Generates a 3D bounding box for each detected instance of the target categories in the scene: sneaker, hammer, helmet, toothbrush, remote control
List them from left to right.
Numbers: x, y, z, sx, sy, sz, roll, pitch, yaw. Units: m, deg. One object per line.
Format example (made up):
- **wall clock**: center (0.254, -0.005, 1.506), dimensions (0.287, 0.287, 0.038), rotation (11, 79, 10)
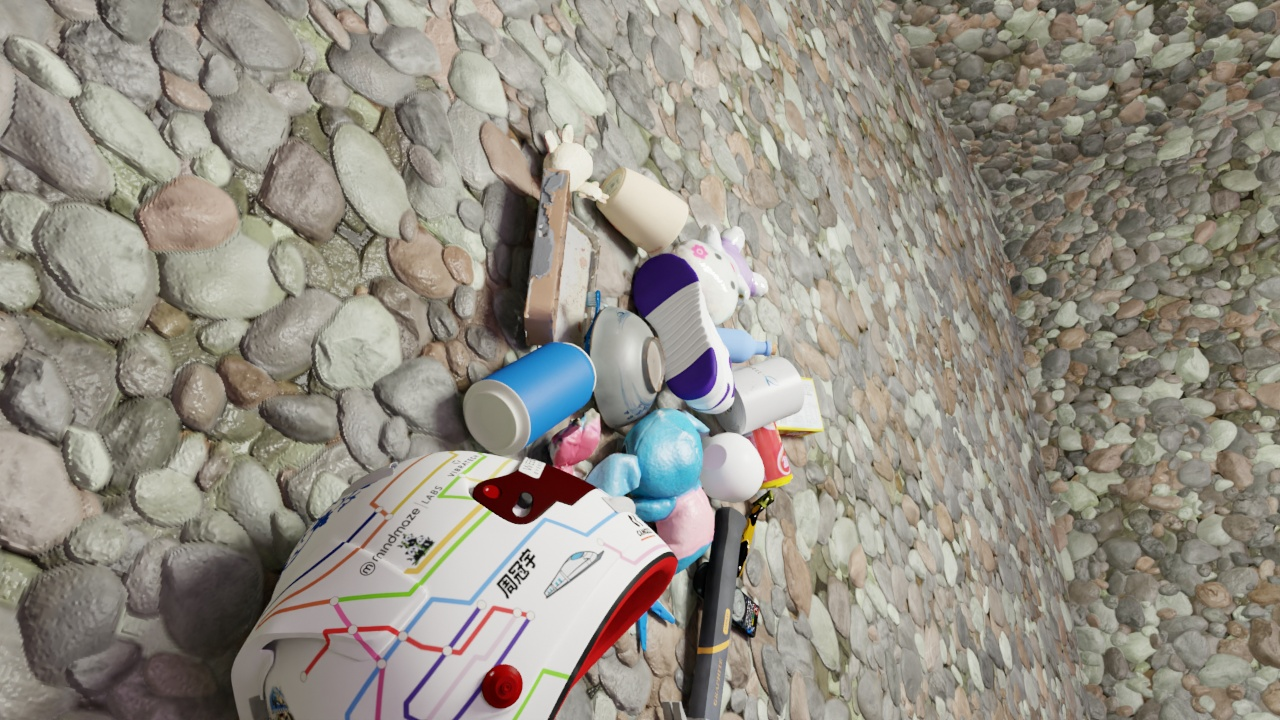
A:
- **helmet**: center (-0.137, 0.181, 0.683), dimensions (0.236, 0.232, 0.313), rotation (36, 38, 10)
- **toothbrush**: center (-0.058, -0.020, 1.062), dimensions (0.021, 0.016, 0.132), rotation (54, 37, -67)
- **sneaker**: center (0.067, -0.032, 1.201), dimensions (0.111, 0.092, 0.243), rotation (44, 24, -49)
- **hammer**: center (0.093, 0.327, 1.098), dimensions (0.139, 0.035, 0.311), rotation (39, 50, -38)
- **remote control**: center (0.112, 0.308, 1.178), dimensions (0.140, 0.021, 0.045), rotation (46, 46, -37)

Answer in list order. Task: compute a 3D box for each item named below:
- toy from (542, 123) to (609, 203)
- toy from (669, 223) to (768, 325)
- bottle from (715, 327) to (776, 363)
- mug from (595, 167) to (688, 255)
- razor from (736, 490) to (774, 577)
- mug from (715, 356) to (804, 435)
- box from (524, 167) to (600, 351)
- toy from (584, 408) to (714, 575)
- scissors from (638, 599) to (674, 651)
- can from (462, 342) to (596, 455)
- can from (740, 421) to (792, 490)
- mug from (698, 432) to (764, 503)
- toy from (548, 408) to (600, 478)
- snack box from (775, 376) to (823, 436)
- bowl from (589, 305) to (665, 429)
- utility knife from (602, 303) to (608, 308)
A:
- **toy**: center (-0.087, -0.240, 1.145), dimensions (0.112, 0.050, 0.087), rotation (63, 34, -18)
- **toy**: center (0.107, -0.128, 1.341), dimensions (0.208, 0.086, 0.137), rotation (-31, 97, -59)
- **bottle**: center (0.126, -0.020, 1.278), dimensions (0.131, 0.048, 0.048), rotation (4, 63, -10)
- **mug**: center (-0.005, -0.211, 1.233), dimensions (0.104, 0.085, 0.111), rotation (32, 20, -30)
- **razor**: center (0.150, 0.239, 1.259), dimensions (0.021, 0.044, 0.143), rotation (34, 46, -6)
- **mug**: center (0.148, 0.040, 1.257), dimensions (0.096, 0.119, 0.083), rotation (-18, 125, -25)
- **box**: center (-0.092, -0.101, 1.067), dimensions (0.157, 0.071, 0.216), rotation (50, 36, -50)
- **toy**: center (0.028, 0.155, 1.071), dimensions (0.223, 0.099, 0.191), rotation (-24, 102, -58)
- **scissors**: center (0.002, 0.264, 1.050), dimensions (0.125, 0.014, 0.130), rotation (48, 42, -29)
- **can**: center (-0.111, 0.036, 0.938), dimensions (0.145, 0.079, 0.079), rotation (-35, 103, -56)
- **can**: center (0.169, 0.122, 1.316), dimensions (0.066, 0.067, 0.124), rotation (-10, 82, -57)
- **mug**: center (0.105, 0.129, 1.214), dimensions (0.076, 0.090, 0.124), rotation (40, 11, -50)
- **toy**: center (-0.081, 0.100, 0.981), dimensions (0.065, 0.050, 0.102), rotation (-1, 110, -64)
- **snack box**: center (0.221, 0.070, 1.444), dimensions (0.200, 0.042, 0.092), rotation (8, 67, -54)
- **bowl**: center (-0.006, 0.006, 1.087), dimensions (0.150, 0.057, 0.150), rotation (-3, 90, -71)
- **utility knife**: center (0.023, -0.009, 1.214), dimensions (0.233, 0.020, 0.028), rotation (41, 35, -38)
